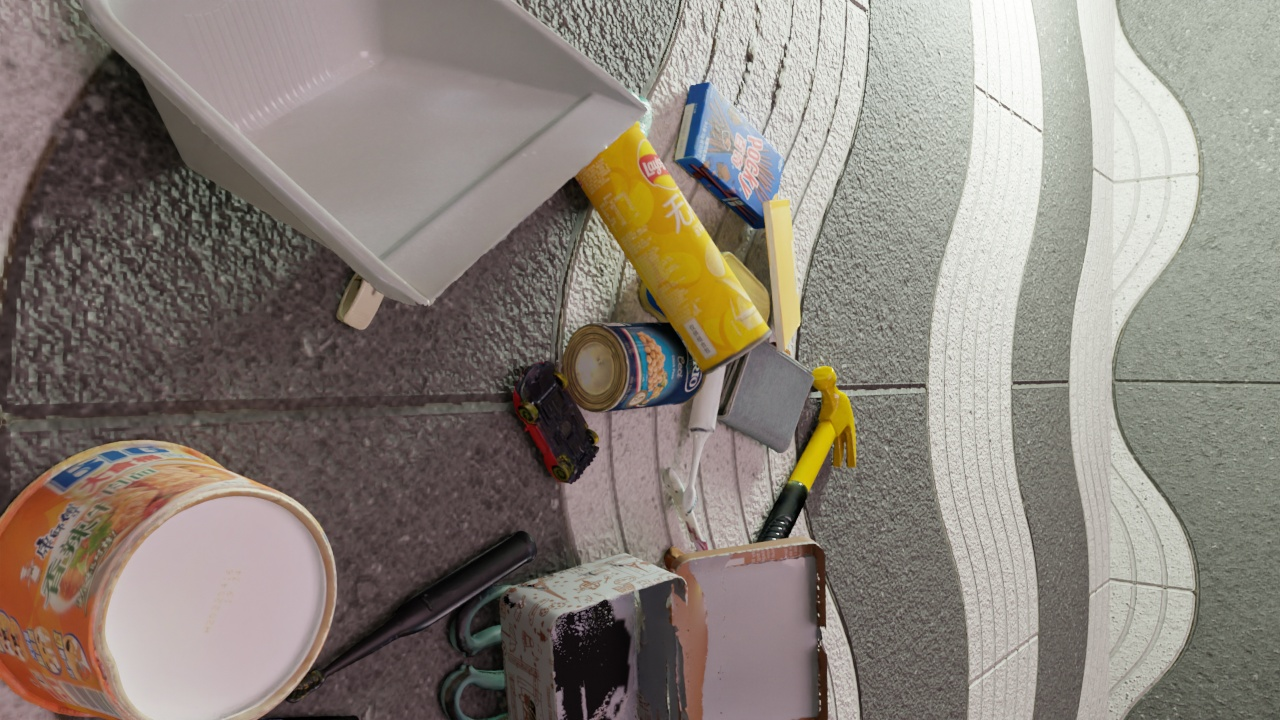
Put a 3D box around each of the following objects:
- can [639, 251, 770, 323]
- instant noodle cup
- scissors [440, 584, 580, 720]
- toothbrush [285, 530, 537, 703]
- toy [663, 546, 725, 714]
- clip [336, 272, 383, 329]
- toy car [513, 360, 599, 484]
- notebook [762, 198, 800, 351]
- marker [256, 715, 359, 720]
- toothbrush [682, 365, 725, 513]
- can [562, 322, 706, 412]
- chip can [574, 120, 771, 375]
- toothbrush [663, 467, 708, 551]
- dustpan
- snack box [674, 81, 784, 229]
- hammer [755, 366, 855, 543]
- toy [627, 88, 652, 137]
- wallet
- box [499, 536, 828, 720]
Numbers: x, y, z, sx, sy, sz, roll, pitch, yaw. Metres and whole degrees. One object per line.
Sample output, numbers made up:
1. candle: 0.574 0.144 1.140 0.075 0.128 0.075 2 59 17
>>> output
1. can: 0.063 -0.059 0.862 0.102 0.083 0.057 36 63 -45
2. instant noodle cup: -0.239 0.119 0.473 0.151 0.112 0.151 0 90 -50
3. scissors: -0.091 0.254 0.729 0.185 0.019 0.129 39 61 -42
4. toothbrush: -0.154 0.176 0.644 0.026 0.027 0.212 51 41 12
5. toy: 0.063 0.284 0.857 0.130 0.140 0.200 -20 109 -5
6. clip: -0.162 -0.074 0.604 0.035 0.097 0.101 32 55 -46
7. toy car: -0.071 0.049 0.741 0.049 0.031 0.106 -51 128 -38
8. notebook: 0.151 -0.096 0.962 0.206 0.010 0.146 -38 122 -72
9. marker: -0.230 0.228 0.559 0.132 0.020 0.022 24 101 -50
10. toothbrush: 0.065 0.041 0.902 0.026 0.027 0.220 44 53 -58
11. can: -0.005 0.005 0.788 0.111 0.075 0.075 -3 93 -50
12. chip can: 0.024 -0.094 0.763 0.071 0.072 0.213 -36 94 -45
13. toothbrush: 0.061 0.178 0.917 0.017 0.016 0.188 -54 130 -45
14. dustpan: -0.162 -0.181 0.504 0.222 0.258 0.143 -50 150 -38
15. snack box: 0.096 -0.207 0.946 0.157 0.026 0.084 29 68 -47
16. hammer: 0.179 0.149 1.050 0.299 0.033 0.129 -54 128 -36
17. toy: -0.006 -0.193 0.823 0.096 0.030 0.092 -2 97 -58
18. wallet: 0.133 0.032 0.989 0.129 0.037 0.106 29 79 -46
19. box: 0.030 0.245 0.736 0.260 0.103 0.178 -9 101 -35
